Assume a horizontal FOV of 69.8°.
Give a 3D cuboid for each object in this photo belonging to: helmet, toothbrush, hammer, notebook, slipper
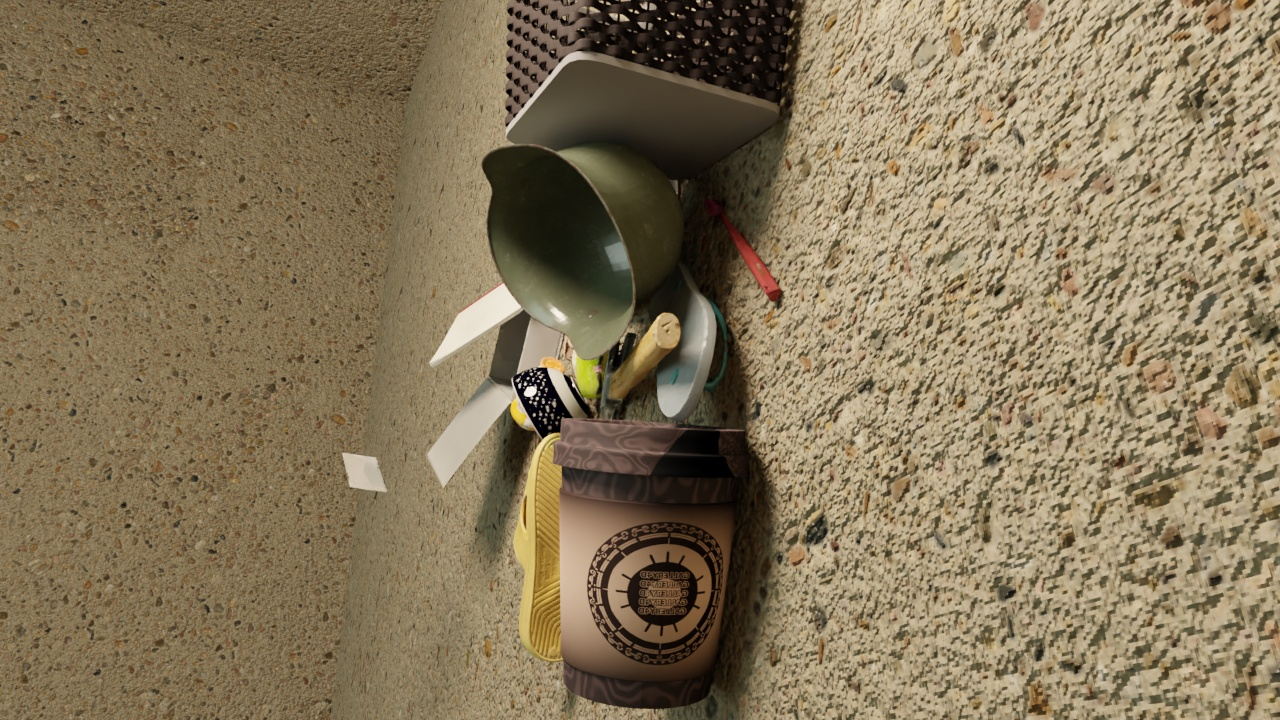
[{"bbox_3d":[-0.051,-0.134,0.960,0.269,0.153,0.227,-15,105,52],"label":"helmet"},{"bbox_3d":[0.096,-0.112,0.892,0.016,0.016,0.189,-64,27,28],"label":"toothbrush"},{"bbox_3d":[-0.006,0.006,0.956,0.331,0.033,0.132,132,147,-74],"label":"hammer"},{"bbox_3d":[-0.229,-0.080,1.409,0.209,0.012,0.152,-29,27,29],"label":"notebook"},{"bbox_3d":[0.054,-0.029,0.923,0.268,0.054,0.098,-98,31,-60],"label":"slipper"},{"bbox_3d":[-0.098,0.217,1.083,0.078,0.099,0.263,177,99,-68],"label":"slipper"}]

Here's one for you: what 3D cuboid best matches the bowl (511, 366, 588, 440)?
[{"bbox_3d":[-0.106,0.056,1.181,0.066,0.120,0.120,-30,34,2],"label":"bowl"}]

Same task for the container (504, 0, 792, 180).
[{"bbox_3d":[0.003,-0.351,0.932,0.246,0.247,0.243,164,112,-64],"label":"container"}]

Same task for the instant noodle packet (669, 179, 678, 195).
[{"bbox_3d":[-0.019,-0.168,1.115,0.163,0.084,0.221,155,116,-64],"label":"instant noodle packet"}]

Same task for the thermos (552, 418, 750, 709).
[{"bbox_3d":[0.004,0.169,0.800,0.173,0.172,0.226,179,95,-66],"label":"thermos"}]

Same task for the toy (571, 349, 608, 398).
[{"bbox_3d":[-0.063,-0.001,1.167,0.118,0.043,0.092,-149,62,-72],"label":"toy"}]

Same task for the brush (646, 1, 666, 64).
[{"bbox_3d":[0.019,-0.427,1.209,0.050,0.015,0.135,-11,70,64],"label":"brush"}]

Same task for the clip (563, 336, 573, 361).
[{"bbox_3d":[-0.091,-0.030,1.266,0.061,0.025,0.045,-98,30,-46],"label":"clip"}]

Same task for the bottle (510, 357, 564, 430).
[{"bbox_3d":[-0.141,0.047,1.297,0.109,0.063,0.063,-61,29,33],"label":"bottle"}]

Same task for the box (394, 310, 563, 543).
[{"bbox_3d":[-0.234,0.082,1.415,0.418,0.108,0.166,-64,24,2],"label":"box"}]
